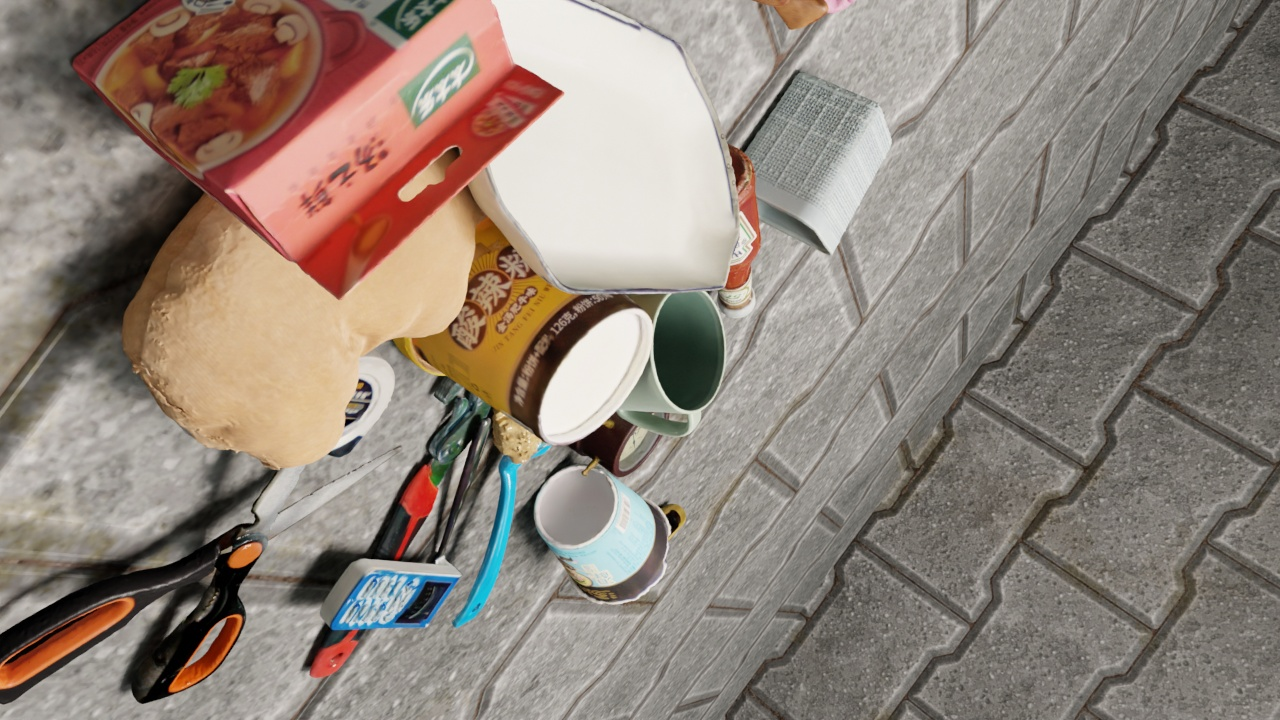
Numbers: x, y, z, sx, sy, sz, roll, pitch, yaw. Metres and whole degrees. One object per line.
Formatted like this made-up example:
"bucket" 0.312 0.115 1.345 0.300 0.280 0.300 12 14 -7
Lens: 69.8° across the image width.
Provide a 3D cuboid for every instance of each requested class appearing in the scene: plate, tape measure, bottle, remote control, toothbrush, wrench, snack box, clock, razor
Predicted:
"plate" -0.017 -0.114 0.516 0.265 0.034 0.162 -11 90 -59
"tape measure" -0.167 0.016 0.495 0.066 0.033 0.066 -50 157 -3
"bottle" 0.070 -0.094 0.747 0.059 0.060 0.206 -49 156 -12
"remote control" -0.173 0.164 0.646 0.049 0.024 0.125 -54 155 -1
"toothbrush" -0.133 0.108 0.679 0.015 0.018 0.181 -33 153 -49
"wrench" -0.168 0.117 0.645 0.056 0.016 0.274 0 123 -61
"snack box" -0.113 -0.101 0.325 0.113 0.127 0.044 -48 155 -16
"clock" -0.011 0.052 0.796 0.121 0.055 0.082 -24 141 -51
"razor" 0.001 0.205 1.025 0.068 0.062 0.167 -34 177 37

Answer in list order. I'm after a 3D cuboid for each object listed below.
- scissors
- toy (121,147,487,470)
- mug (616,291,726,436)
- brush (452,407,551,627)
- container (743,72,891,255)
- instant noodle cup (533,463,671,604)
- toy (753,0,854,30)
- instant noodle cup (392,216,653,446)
"scissors" -0.233 0.114 0.494 0.220 0.021 0.228 -23 148 -41
"toy" -0.129 -0.055 0.424 0.225 0.082 0.143 -51 154 -21
"mug" -0.004 0.004 0.620 0.082 0.106 0.112 -49 126 -40
"brush" -0.100 0.102 0.702 0.083 0.046 0.255 -17 131 -59
"container" 0.142 -0.162 0.753 0.111 0.090 0.090 -59 156 4
"instant noodle cup" -0.040 0.151 0.830 0.111 0.111 0.120 -49 147 -11
"toy" 0.101 -0.262 0.522 0.199 0.130 0.140 -29 141 -61
"instant noodle cup" -0.065 -0.019 0.535 0.118 0.114 0.119 -40 152 -26
